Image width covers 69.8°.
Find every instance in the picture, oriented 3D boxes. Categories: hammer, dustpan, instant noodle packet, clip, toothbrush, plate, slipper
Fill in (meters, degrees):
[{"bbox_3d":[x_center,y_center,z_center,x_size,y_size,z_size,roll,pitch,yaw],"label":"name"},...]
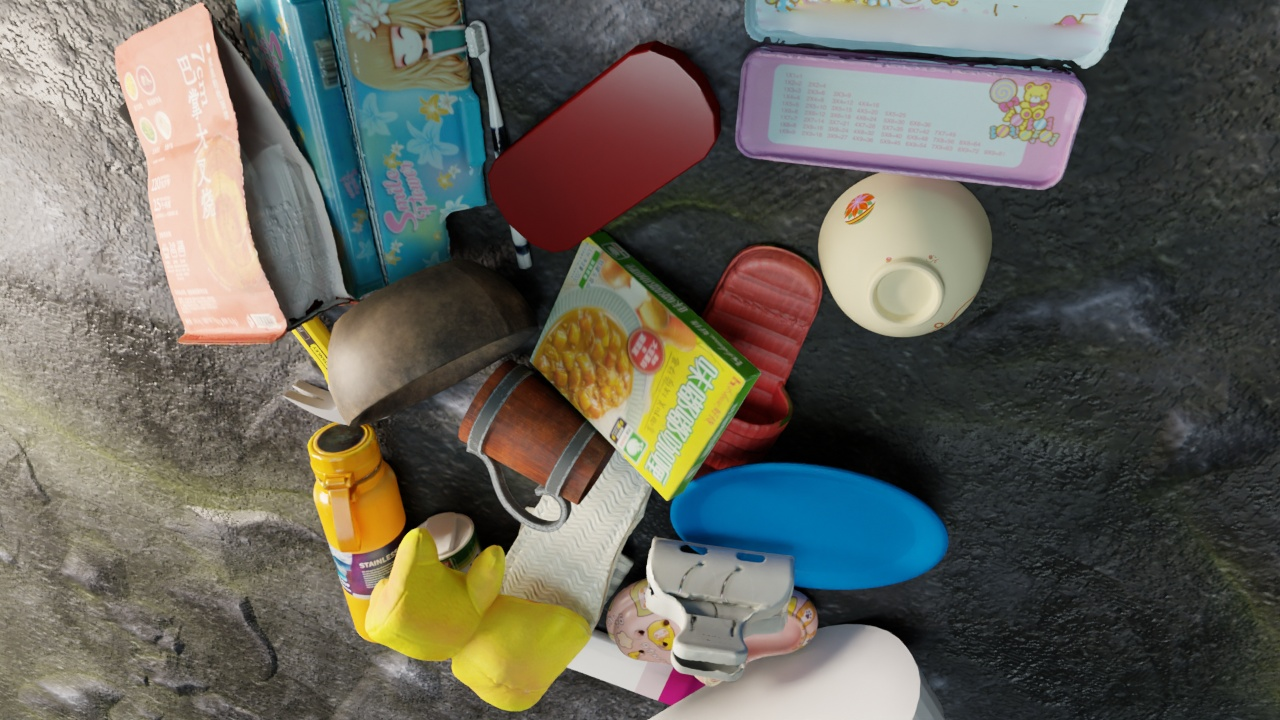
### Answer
[{"bbox_3d":[-0.317,-0.075,0.773,0.127,0.029,0.324,-21,114,26],"label":"hammer"},{"bbox_3d":[0.138,0.341,0.813,0.258,0.191,0.053,-32,112,4],"label":"dustpan"},{"bbox_3d":[-0.310,-0.126,0.661,0.165,0.083,0.221,2,116,42],"label":"instant noodle packet"},{"bbox_3d":[0.064,0.192,0.765,0.126,0.151,0.105,6,99,8],"label":"clip"},{"bbox_3d":[-0.102,-0.150,0.670,0.012,0.017,0.187,7,125,23],"label":"toothbrush"},{"bbox_3d":[0.137,0.134,0.762,0.224,0.024,0.225,9,146,6],"label":"plate"},{"bbox_3d":[-0.061,0.173,0.852,0.114,0.053,0.273,23,117,1],"label":"slipper"},{"bbox_3d":[0.066,0.251,0.839,0.197,0.081,0.093,-2,123,3],"label":"slipper"},{"bbox_3d":[0.068,0.027,0.718,0.103,0.059,0.249,19,124,2],"label":"slipper"}]

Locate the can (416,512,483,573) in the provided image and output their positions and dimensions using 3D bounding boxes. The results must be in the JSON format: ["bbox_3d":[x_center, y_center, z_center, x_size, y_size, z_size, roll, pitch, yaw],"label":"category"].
[{"bbox_3d":[-0.179,0.214,0.901,0.067,0.067,0.121,-4,122,18],"label":"can"}]

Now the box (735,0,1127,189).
[{"bbox_3d":[0.168,-0.183,0.563,0.214,0.040,0.152,9,137,9],"label":"box"}]

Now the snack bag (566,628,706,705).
[{"bbox_3d":[-0.025,0.313,0.956,0.196,0.016,0.070,19,123,2],"label":"snack bag"}]

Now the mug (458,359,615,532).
[{"bbox_3d":[-0.089,0.076,0.760,0.111,0.081,0.117,32,109,7],"label":"mug"}]

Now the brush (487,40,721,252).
[{"bbox_3d":[-0.025,-0.147,0.637,0.174,0.041,0.082,-29,111,29],"label":"brush"}]

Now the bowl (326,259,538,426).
[{"bbox_3d":[-0.163,-0.018,0.697,0.163,0.161,0.070,-29,88,29],"label":"bowl"}]

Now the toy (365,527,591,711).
[{"bbox_3d":[-0.149,0.240,0.823,0.194,0.087,0.135,35,113,-14],"label":"toy"}]

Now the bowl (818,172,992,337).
[{"bbox_3d":[0.178,-0.060,0.620,0.118,0.073,0.118,7,124,10],"label":"bowl"}]

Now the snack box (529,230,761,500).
[{"bbox_3d":[-0.004,0.004,0.696,0.168,0.027,0.132,43,127,20],"label":"snack box"}]

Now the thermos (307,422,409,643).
[{"bbox_3d":[-0.259,0.170,0.881,0.091,0.076,0.233,39,141,46],"label":"thermos"}]

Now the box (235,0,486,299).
[{"bbox_3d":[-0.202,-0.158,0.657,0.168,0.086,0.228,5,124,12],"label":"box"}]
